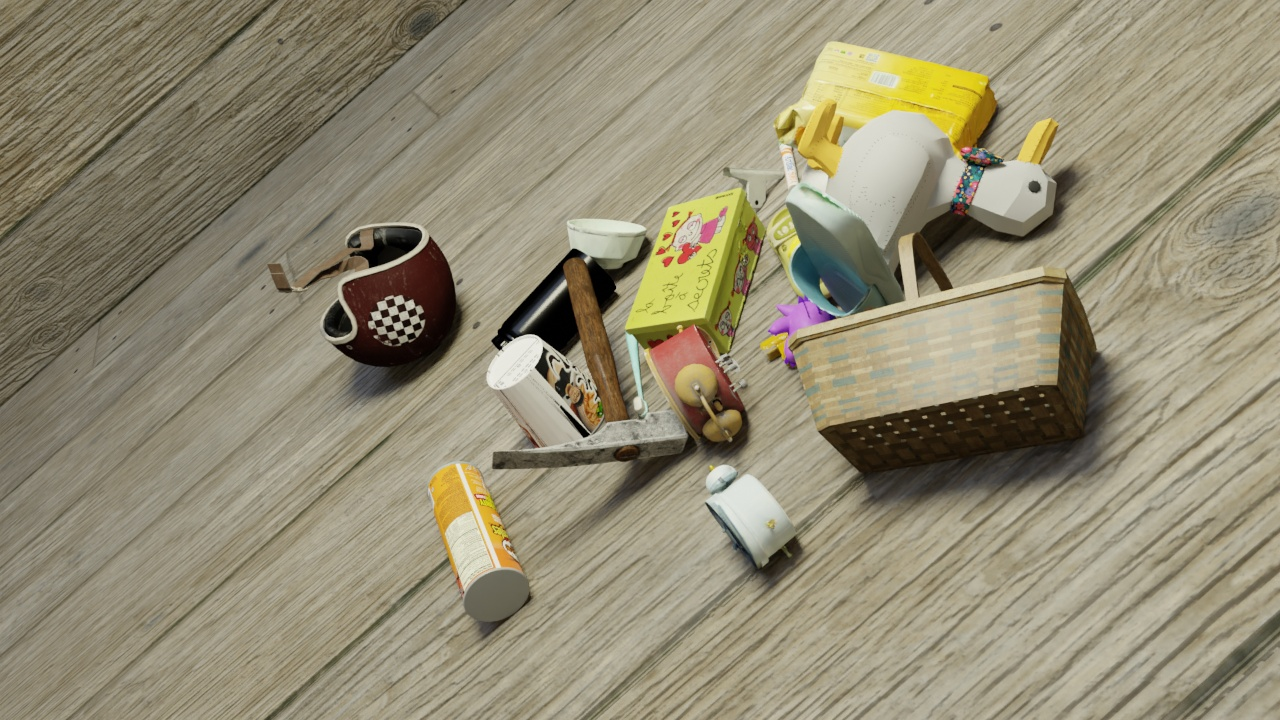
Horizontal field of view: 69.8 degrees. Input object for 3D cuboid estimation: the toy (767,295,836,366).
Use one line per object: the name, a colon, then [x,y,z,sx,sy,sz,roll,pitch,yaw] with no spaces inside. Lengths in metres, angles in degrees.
toy: [0.191,-0.037,1.009,0.106,0.056,0.088,4,33,-7]

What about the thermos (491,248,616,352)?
thermos: [-0.132,-0.059,1.305,0.198,0.086,0.086,-48,37,-10]

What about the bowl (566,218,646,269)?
bowl: [-0.052,-0.170,1.349,0.117,0.117,0.061,28,118,52]

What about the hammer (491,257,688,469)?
hammer: [-0.087,-0.006,1.094,0.217,0.037,0.300,-6,53,-16]

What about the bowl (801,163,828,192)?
bowl: [0.255,-0.247,1.176,0.118,0.062,0.117,-24,40,21]

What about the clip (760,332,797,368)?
clip: [0.170,-0.012,1.052,0.054,0.044,0.049,-32,74,10]

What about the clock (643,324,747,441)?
clock: [0.072,0.026,1.014,0.081,0.117,0.158,-31,30,7]

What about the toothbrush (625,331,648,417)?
toothbrush: [-0.007,0.007,1.189,0.016,0.016,0.180,-29,37,17]

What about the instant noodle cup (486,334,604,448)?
instant noodle cup: [-0.125,0.038,1.170,0.124,0.122,0.123,-24,40,21]

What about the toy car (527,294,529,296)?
toy car: [-0.149,-0.081,1.392,0.090,0.027,0.038,0,49,43]

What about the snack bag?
snack bag: [0.304,-0.307,1.119,0.247,0.068,0.159,20,61,18]

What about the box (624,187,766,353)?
box: [0.074,-0.109,1.181,0.125,0.082,0.220,-6,48,37]

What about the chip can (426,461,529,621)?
chip can: [-0.199,0.211,1.099,0.075,0.075,0.215,-40,37,1]

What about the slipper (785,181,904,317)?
slipper: [0.193,-0.092,0.921,0.074,0.245,0.104,-48,57,-1]

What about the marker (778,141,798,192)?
marker: [0.208,-0.282,1.291,0.017,0.017,0.145,-23,40,22]

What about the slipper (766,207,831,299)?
slipper: [0.201,-0.150,1.112,0.092,0.081,0.190,-31,36,9]

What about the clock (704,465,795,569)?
clock: [0.099,0.148,0.896,0.057,0.083,0.117,-38,40,-5]

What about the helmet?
helmet: [-0.417,-0.110,1.464,0.233,0.254,0.233,-14,32,-5]

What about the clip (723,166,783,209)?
clip: [0.150,-0.240,1.272,0.046,0.101,0.056,31,119,49]

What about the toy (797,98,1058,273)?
toy: [0.301,-0.187,1.001,0.267,0.140,0.247,31,101,16]

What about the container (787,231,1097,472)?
container: [0.276,-0.017,0.851,0.251,0.157,0.186,-15,55,30]
